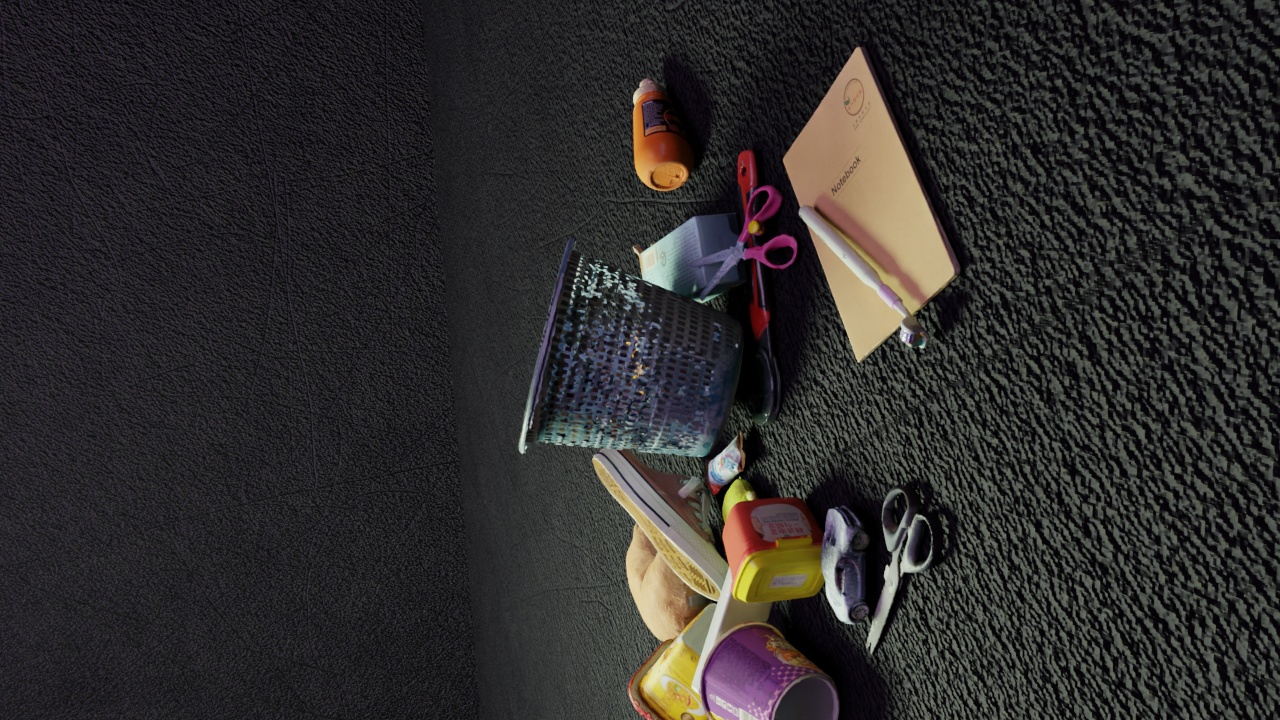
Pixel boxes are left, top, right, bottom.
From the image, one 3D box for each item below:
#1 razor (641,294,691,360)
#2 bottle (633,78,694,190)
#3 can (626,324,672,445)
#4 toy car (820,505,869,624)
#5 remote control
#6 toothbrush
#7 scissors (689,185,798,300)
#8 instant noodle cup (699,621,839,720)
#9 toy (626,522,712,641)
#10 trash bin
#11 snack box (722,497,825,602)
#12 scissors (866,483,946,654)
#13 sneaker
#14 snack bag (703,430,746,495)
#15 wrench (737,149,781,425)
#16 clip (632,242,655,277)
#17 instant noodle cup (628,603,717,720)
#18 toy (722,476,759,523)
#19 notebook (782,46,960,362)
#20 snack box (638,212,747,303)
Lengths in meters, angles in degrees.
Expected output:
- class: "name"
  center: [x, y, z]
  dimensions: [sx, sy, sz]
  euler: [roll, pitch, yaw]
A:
- class: "razor"
  center: [0.027, -0.036, 1.091]
  dimensions: [0.132, 0.028, 0.043]
  euler: [59, 179, 31]
- class: "bottle"
  center: [0.019, -0.266, 1.049]
  dimensions: [0.067, 0.066, 0.149]
  euler: [115, 150, -55]
- class: "can"
  center: [0.023, 0.030, 1.123]
  dimensions: [0.058, 0.058, 0.146]
  euler: [136, 125, -65]
- class: "toy car"
  center: [0.175, 0.178, 0.791]
  dimensions: [0.049, 0.031, 0.105]
  euler: [-129, 35, -75]
- class: "remote control"
  center: [0.097, 0.267, 0.921]
  dimensions: [0.021, 0.058, 0.150]
  euler: [13, 83, 62]
- class: "toothbrush"
  center: [0.171, -0.073, 0.728]
  dimensions: [0.020, 0.029, 0.189]
  euler: [-42, 42, 13]
- class: "scissors"
  center: [0.100, -0.099, 0.879]
  dimensions: [0.136, 0.017, 0.108]
  euler: [-53, 56, 28]
- class: "instant noodle cup"
  center: [0.129, 0.319, 0.875]
  dimensions: [0.099, 0.111, 0.111]
  euler: [11, 106, 59]
- class: "toy"
  center: [0.024, 0.277, 1.178]
  dimensions: [0.226, 0.082, 0.143]
  euler: [-161, 70, -71]
- class: "trash bin"
  center: [-0.006, 0.006, 0.947]
  dimensions: [0.226, 0.195, 0.226]
  euler: [-169, 92, -85]
- class: "snack box"
  center: [0.125, 0.172, 0.853]
  dimensions: [0.080, 0.091, 0.082]
  euler: [-107, 22, -45]
- class: "scissors"
  center: [0.204, 0.173, 0.755]
  dimensions: [0.176, 0.014, 0.132]
  euler: [122, 136, -63]
- class: "sneaker"
  center: [0.041, 0.170, 1.063]
  dimensions: [0.241, 0.087, 0.118]
  euler: [44, 159, 37]
- class: "snack bag"
  center: [0.095, 0.113, 0.999]
  dimensions: [0.106, 0.026, 0.045]
  euler: [123, 154, -60]
- class: "wrench"
  center: [0.116, -0.070, 0.907]
  dimensions: [0.056, 0.016, 0.273]
  euler: [-168, 72, -68]
- class: "clip"
  center: [0.019, -0.109, 1.128]
  dimensions: [0.102, 0.035, 0.095]
  euler: [-146, 51, -58]
- class: "instant noodle cup"
  center: [0.067, 0.344, 1.009]
  dimensions: [0.116, 0.115, 0.124]
  euler: [37, 127, 16]
- class: "toy"
  center: [0.108, 0.175, 0.977]
  dimensions: [0.097, 0.031, 0.100]
  euler: [141, 120, -68]
- class: "notebook"
  center: [0.177, -0.122, 0.738]
  dimensions: [0.148, 0.008, 0.207]
  euler: [123, 136, -59]
- class: "snack box"
  center: [0.054, -0.102, 1.009]
  dimensions: [0.175, 0.051, 0.074]
  euler: [159, 102, -69]
